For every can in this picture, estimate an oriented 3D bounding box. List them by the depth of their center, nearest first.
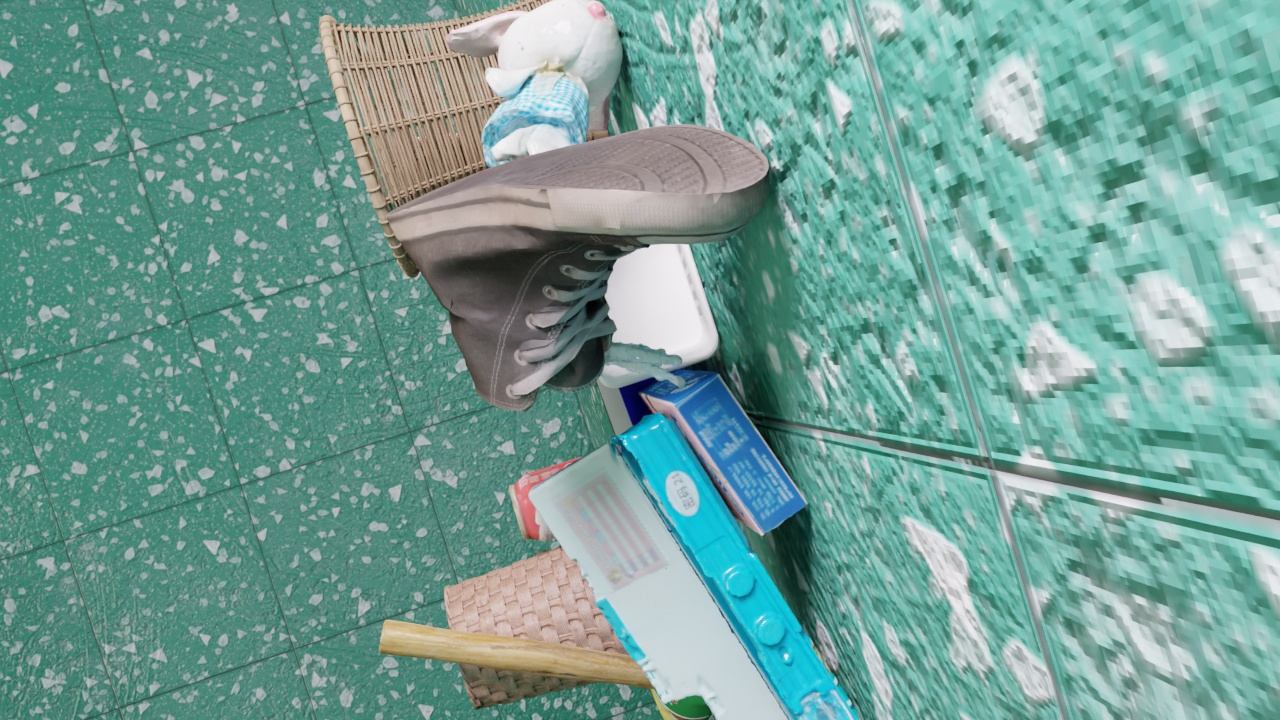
[{"bbox_3d":[-0.037,0.121,0.878,0.067,0.170,0.067,163,91,-84],"label":"can"}]

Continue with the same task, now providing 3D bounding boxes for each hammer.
[{"bbox_3d":[-0.052,0.256,0.779,0.132,0.330,0.033,107,170,-46],"label":"hammer"}]

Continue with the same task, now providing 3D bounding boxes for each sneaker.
[{"bbox_3d":[-0.026,-0.041,0.452,0.235,0.095,0.120,-4,115,40],"label":"sneaker"}]

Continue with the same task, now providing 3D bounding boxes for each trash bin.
[{"bbox_3d":[-0.070,0.243,0.874,0.151,0.210,0.151,164,91,-82],"label":"trash bin"}]

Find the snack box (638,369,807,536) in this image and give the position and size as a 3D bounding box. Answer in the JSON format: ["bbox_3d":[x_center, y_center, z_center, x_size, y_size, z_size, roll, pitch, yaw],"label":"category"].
[{"bbox_3d":[0.043,0.049,0.555,0.088,0.033,0.154,55,174,-5],"label":"snack box"}]

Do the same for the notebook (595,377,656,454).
[{"bbox_3d":[-0.004,0.004,0.711,0.171,0.022,0.209,41,-157,-57],"label":"notebook"}]

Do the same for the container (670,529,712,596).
[{"bbox_3d":[0.027,0.176,0.769,0.096,0.114,0.058,80,178,-49],"label":"container"}]

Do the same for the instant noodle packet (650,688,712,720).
[{"bbox_3d":[0.044,0.309,1.019,0.253,0.090,0.195,104,151,-54],"label":"instant noodle packet"}]

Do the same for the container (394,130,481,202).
[{"bbox_3d":[-0.163,-0.190,0.991,0.112,0.198,0.114,-124,26,-70],"label":"container"}]

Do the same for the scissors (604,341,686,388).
[{"bbox_3d":[-0.023,-0.002,0.552,0.176,0.033,0.072,19,117,58],"label":"scissors"}]

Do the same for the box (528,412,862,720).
[{"bbox_3d":[0.039,0.144,0.558,0.227,0.073,0.181,57,150,1],"label":"box"}]

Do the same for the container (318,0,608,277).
[{"bbox_3d":[-0.145,-0.210,0.810,0.227,0.196,0.227,162,91,-83],"label":"container"}]

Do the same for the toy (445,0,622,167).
[{"bbox_3d":[-0.059,-0.177,0.576,0.106,0.131,0.205,-54,21,30],"label":"toy"}]

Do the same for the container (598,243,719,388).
[{"bbox_3d":[-0.004,-0.053,0.599,0.049,0.081,0.129,10,-118,-85],"label":"container"}]
